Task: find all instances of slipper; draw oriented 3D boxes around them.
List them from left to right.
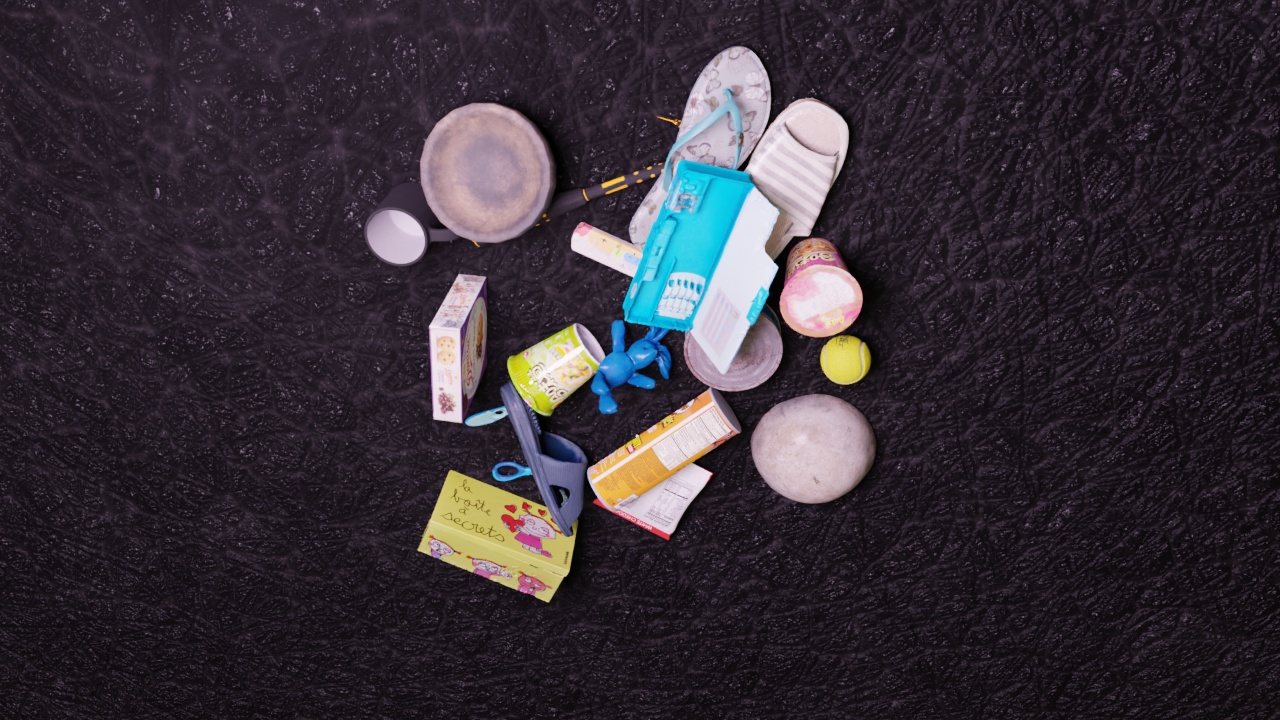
[{"bbox_3d":[-0.125,0.134,1.325,0.082,0.101,0.264,-24,120,-12],"label":"slipper"},{"bbox_3d":[0.077,-0.232,1.081,0.098,0.054,0.269,20,115,-19],"label":"slipper"},{"bbox_3d":[0.159,-0.188,1.124,0.114,0.054,0.273,21,122,-13],"label":"slipper"}]

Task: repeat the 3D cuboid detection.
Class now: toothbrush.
[{"bbox_3d":[-0.199,0.073,1.339,0.135,0.017,0.022,-21,124,17],"label":"toothbrush"}]

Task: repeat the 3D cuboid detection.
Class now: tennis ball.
[{"bbox_3d":[0.273,-0.001,1.218,0.065,0.065,0.065,3,122,4],"label":"tennis ball"}]

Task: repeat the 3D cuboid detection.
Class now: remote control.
[{"bbox_3d":[-0.030,-0.138,1.191,0.125,0.018,0.038,23,121,-7],"label":"remote control"}]

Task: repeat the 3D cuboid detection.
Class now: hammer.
[{"bbox_3d":[-0.070,-0.209,1.143,0.321,0.036,0.123,-16,118,12],"label":"hammer"}]

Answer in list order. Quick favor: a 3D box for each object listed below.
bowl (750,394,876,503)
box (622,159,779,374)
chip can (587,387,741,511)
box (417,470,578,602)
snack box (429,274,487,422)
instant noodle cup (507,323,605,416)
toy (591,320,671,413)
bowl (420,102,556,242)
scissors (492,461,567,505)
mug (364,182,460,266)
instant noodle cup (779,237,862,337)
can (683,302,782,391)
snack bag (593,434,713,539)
[{"bbox_3d":[0.246,0.141,1.302,0.178,0.081,0.179,3,120,5],"label":"bowl"},{"bbox_3d":[0.084,-0.115,1.109,0.169,0.085,0.228,29,129,9],"label":"box"},{"bbox_3d":[0.033,0.127,1.296,0.215,0.075,0.075,-34,113,13],"label":"chip can"},{"bbox_3d":[-0.215,0.267,1.402,0.221,0.124,0.083,26,120,-8],"label":"box"},{"bbox_3d":[-0.238,-0.018,1.209,0.040,0.147,0.144,7,123,1],"label":"snack box"},{"bbox_3d":[-0.109,0.007,1.250,0.108,0.098,0.099,-34,113,14],"label":"instant noodle cup"},{"bbox_3d":[-0.007,0.007,1.219,0.071,0.175,0.113,9,133,45],"label":"toy"},{"bbox_3d":[-0.175,-0.224,1.099,0.162,0.070,0.162,3,103,11],"label":"bowl"},{"bbox_3d":[-0.160,0.176,1.402,0.140,0.011,0.134,-3,121,6],"label":"scissors"},{"bbox_3d":[-0.277,-0.171,1.152,0.113,0.087,0.078,5,122,2],"label":"mug"},{"bbox_3d":[0.219,-0.097,1.138,0.098,0.108,0.098,3,122,4],"label":"instant noodle cup"},{"bbox_3d":[0.124,-0.024,1.230,0.130,0.044,0.130,3,122,4],"label":"can"},{"bbox_3d":[0.018,0.194,1.379,0.131,0.039,0.144,28,117,-6],"label":"snack bag"}]
